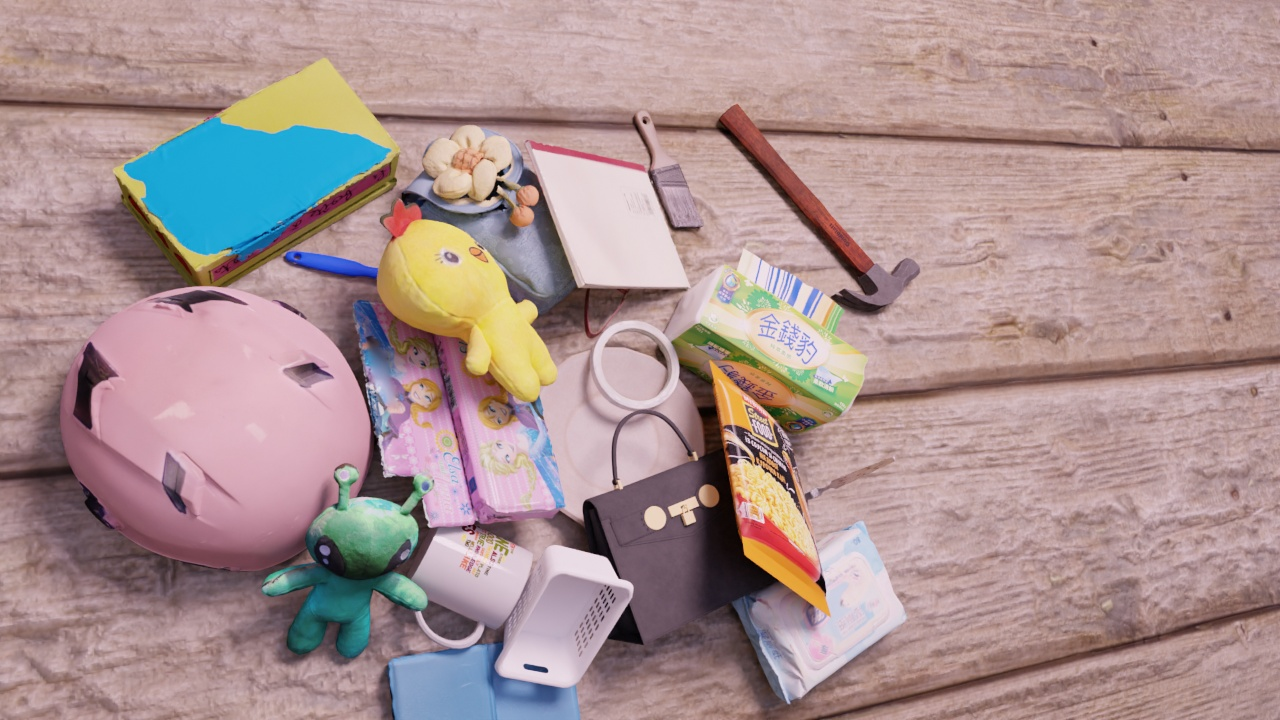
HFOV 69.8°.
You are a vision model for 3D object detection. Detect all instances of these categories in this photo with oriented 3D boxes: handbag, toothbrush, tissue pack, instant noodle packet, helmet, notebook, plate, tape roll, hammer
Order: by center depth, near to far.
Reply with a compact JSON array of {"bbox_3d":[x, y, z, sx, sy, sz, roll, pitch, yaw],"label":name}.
[{"bbox_3d":[-0.348,0.044,0.746,0.255,0.153,0.229,43,68,1],"label":"helmet"},{"bbox_3d":[0.028,0.142,0.881,0.175,0.072,0.195,-17,88,-31],"label":"handbag"},{"bbox_3d":[0.124,0.121,0.889,0.160,0.032,0.220,41,31,-40],"label":"instant noodle packet"},{"bbox_3d":[-0.249,-0.082,0.891,0.182,0.018,0.016,11,71,-16],"label":"toothbrush"},{"bbox_3d":[-0.130,-0.142,0.896,0.192,0.119,0.121,41,63,-2],"label":"handbag"},{"bbox_3d":[0.203,0.120,0.917,0.010,0.182,0.010,-21,78,-22],"label":"toothbrush"},{"bbox_3d":[-0.025,0.080,0.924,0.188,0.027,0.188,6,73,-20],"label":"plate"},{"bbox_3d":[-0.006,0.005,0.928,0.093,0.013,0.093,6,73,-20],"label":"tape roll"},{"bbox_3d":[-0.026,-0.143,0.934,0.208,0.012,0.153,-7,74,-58],"label":"notebook"},{"bbox_3d":[0.188,0.251,0.936,0.181,0.070,0.112,-25,84,-26],"label":"tissue pack"},{"bbox_3d":[-0.036,-0.069,0.945,0.055,0.029,0.119,26,51,-11],"label":"handbag"},{"bbox_3d":[0.142,-0.034,0.980,0.197,0.120,0.141,34,64,-17],"label":"tissue pack"},{"bbox_3d":[0.202,-0.183,1.090,0.300,0.028,0.110,48,63,-3],"label":"hammer"}]

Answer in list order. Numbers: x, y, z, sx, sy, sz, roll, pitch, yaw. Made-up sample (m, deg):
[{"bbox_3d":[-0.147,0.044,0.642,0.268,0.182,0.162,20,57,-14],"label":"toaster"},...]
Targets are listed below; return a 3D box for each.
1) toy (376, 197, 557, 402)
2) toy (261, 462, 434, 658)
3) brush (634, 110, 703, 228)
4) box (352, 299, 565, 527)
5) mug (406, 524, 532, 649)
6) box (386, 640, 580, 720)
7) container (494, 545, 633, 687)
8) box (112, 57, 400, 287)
[{"bbox_3d":[-0.156,-0.049,0.816,0.207,0.092,0.133,41,23,-1],"label":"toy"},{"bbox_3d":[-0.236,0.168,0.751,0.130,0.194,0.072,14,27,-25],"label":"toy"},{"bbox_3d":[0.028,-0.215,1.038,0.038,0.012,0.151,-18,82,-25],"label":"brush"},{"bbox_3d":[-0.166,0.038,0.831,0.159,0.035,0.230,1,59,-36],"label":"box"},{"bbox_3d":[-0.158,0.199,0.811,0.089,0.074,0.105,29,67,-12],"label":"mug"},{"bbox_3d":[-0.124,0.364,0.801,0.174,0.034,0.231,-4,76,-23],"label":"box"},{"bbox_3d":[-0.070,0.221,0.806,0.080,0.129,0.049,19,24,-23],"label":"container"},{"bbox_3d":[-0.346,-0.168,0.843,0.220,0.081,0.124,-41,91,-23],"label":"box"}]
